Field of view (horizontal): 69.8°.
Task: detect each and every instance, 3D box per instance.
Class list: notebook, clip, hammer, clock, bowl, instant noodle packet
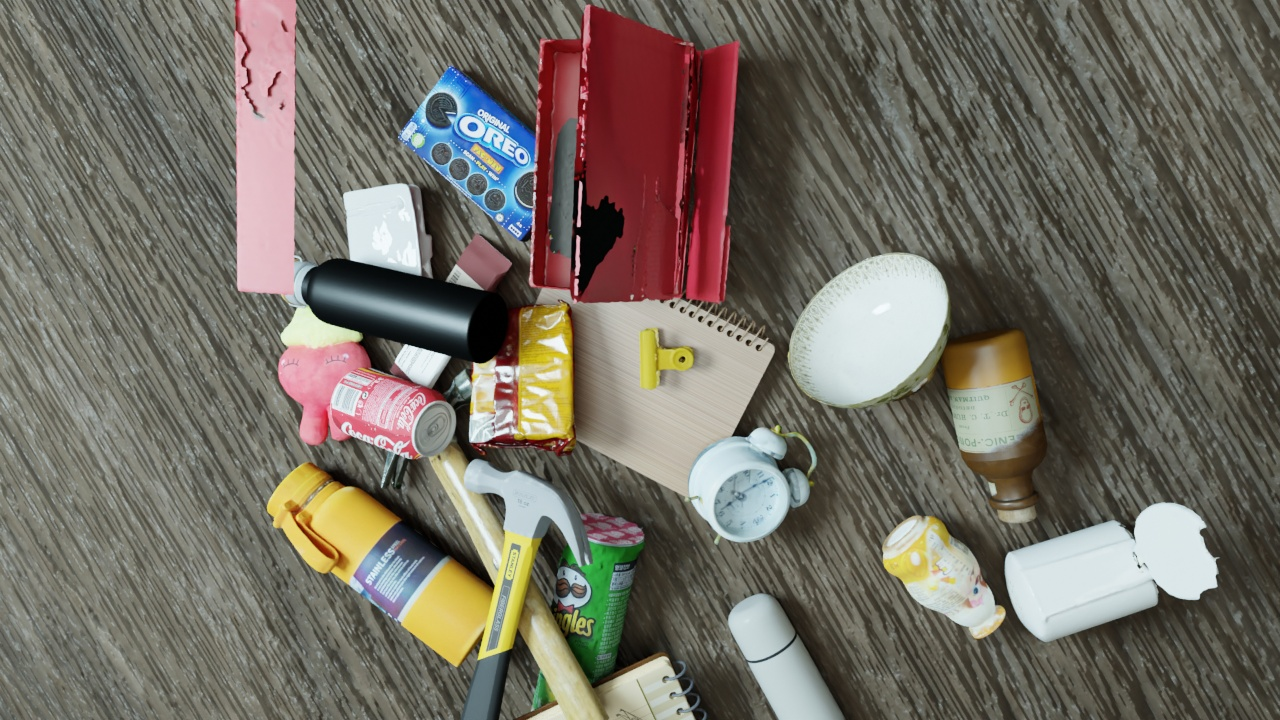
[{"bbox_3d":[-0.002,0.387,0.826,0.167,0.024,0.225,-23,105,-5],"label":"notebook"},{"bbox_3d":[0.022,-0.002,0.801,0.049,0.044,0.054,-5,97,-24],"label":"clip"},{"bbox_3d":[-0.126,0.176,0.816,0.132,0.033,0.330,-36,71,12],"label":"hammer"},{"bbox_3d":[0.098,0.105,0.796,0.117,0.057,0.083,-34,110,-1],"label":"clock"},{"bbox_3d":[0.199,-0.012,0.753,0.145,0.145,0.063,-44,125,11],"label":"bowl"},{"bbox_3d":[-0.005,0.005,0.827,0.210,0.022,0.169,27,101,6],"label":"notebook"},{"bbox_3d":[-0.125,0.255,0.776,0.127,0.029,0.323,13,89,21],"label":"hammer"},{"bbox_3d":[-0.102,0.017,0.802,0.099,0.039,0.135,-5,78,18],"label":"instant noodle packet"}]

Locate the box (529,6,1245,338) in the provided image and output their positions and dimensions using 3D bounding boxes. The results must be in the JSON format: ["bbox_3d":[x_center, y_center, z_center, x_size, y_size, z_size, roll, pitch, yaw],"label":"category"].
[{"bbox_3d":[0.134,-0.138,0.671,0.512,0.140,0.215,7,98,26],"label":"box"}]

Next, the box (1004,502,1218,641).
[{"bbox_3d":[0.366,0.168,0.724,0.137,0.143,0.083,-22,65,9],"label":"box"}]

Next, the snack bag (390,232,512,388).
[{"bbox_3d":[-0.176,-0.038,0.848,0.057,0.013,0.158,40,102,31],"label":"snack bag"}]

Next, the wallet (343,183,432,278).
[{"bbox_3d":[-0.233,-0.104,0.852,0.086,0.032,0.116,1,99,20],"label":"wallet"}]

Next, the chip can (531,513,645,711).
[{"bbox_3d":[-0.053,0.256,0.839,0.075,0.075,0.223,13,99,8],"label":"chip can"}]

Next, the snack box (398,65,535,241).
[{"bbox_3d":[-0.135,-0.185,0.824,0.150,0.027,0.082,40,102,3],"label":"snack box"}]

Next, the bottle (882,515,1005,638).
[{"bbox_3d":[0.259,0.185,0.780,0.063,0.063,0.109,-44,86,11],"label":"bottle"}]

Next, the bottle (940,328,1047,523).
[{"bbox_3d":[0.296,0.056,0.757,0.068,0.067,0.157,-13,94,11],"label":"bottle"}]

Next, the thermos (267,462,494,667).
[{"bbox_3d":[-0.239,0.185,0.853,0.232,0.091,0.076,36,81,4],"label":"thermos"}]

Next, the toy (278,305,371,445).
[{"bbox_3d":[-0.299,0.012,0.866,0.092,0.045,0.135,-1,90,12],"label":"toy"}]

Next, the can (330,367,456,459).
[{"bbox_3d":[-0.221,0.048,0.821,0.105,0.064,0.064,15,99,30],"label":"can"}]

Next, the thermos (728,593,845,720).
[{"bbox_3d":[0.150,0.314,0.820,0.052,0.052,0.224,-29,91,12],"label":"thermos"}]

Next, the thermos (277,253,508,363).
[{"bbox_3d":[-0.230,-0.052,0.806,0.231,0.061,0.061,14,99,22],"label":"thermos"}]
